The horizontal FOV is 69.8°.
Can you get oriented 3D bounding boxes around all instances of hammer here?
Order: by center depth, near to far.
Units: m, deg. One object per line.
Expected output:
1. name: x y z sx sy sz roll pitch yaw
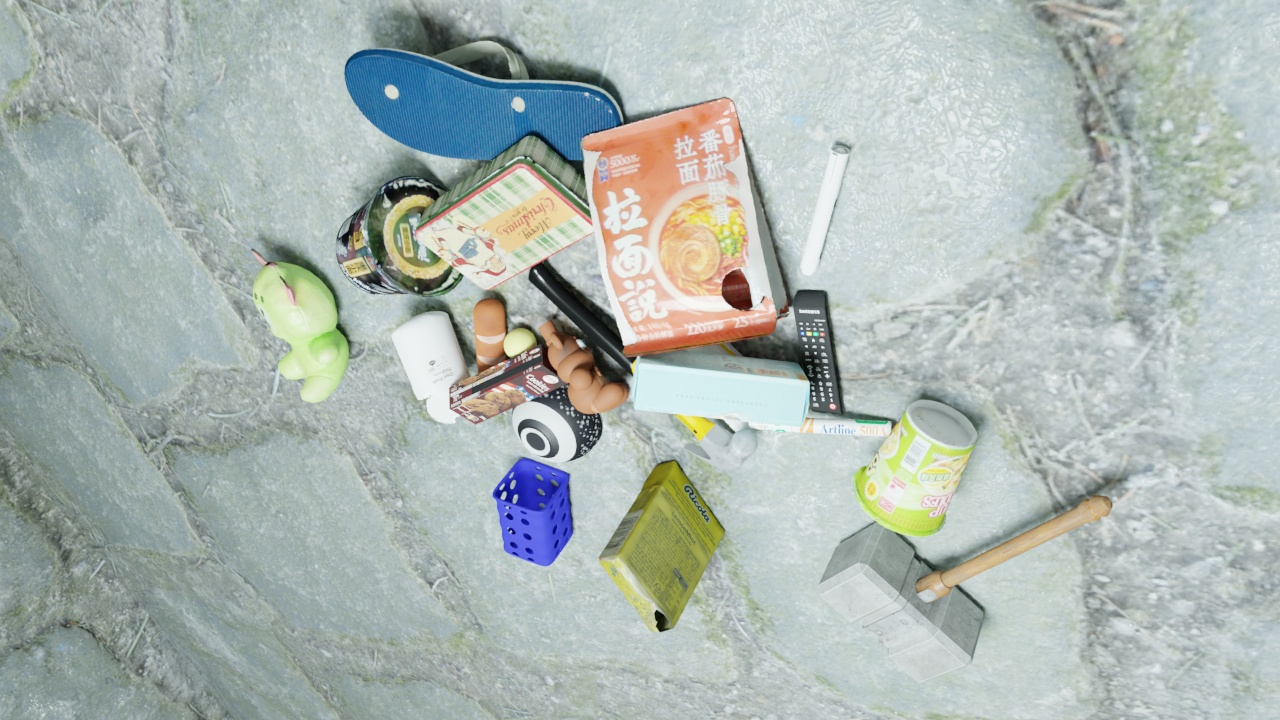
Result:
1. hammer: 0.347 0.209 0.940 0.162 0.082 0.319 42 135 -1
2. hammer: -0.006 0.006 1.037 0.323 0.029 0.127 43 161 7

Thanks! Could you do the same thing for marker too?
1. marker: 0.167 -0.133 0.841 0.017 0.020 0.134 30 135 24
2. marker: 0.187 0.068 0.960 0.146 0.017 0.017 2 125 16

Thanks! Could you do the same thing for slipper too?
1. slipper: -0.155 -0.261 0.933 0.295 0.060 0.118 10 134 11

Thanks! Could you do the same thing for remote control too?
1. remote control: 0.182 -0.004 0.933 0.033 0.015 0.147 4 125 31

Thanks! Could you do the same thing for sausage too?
1. sausage: -0.187 -0.010 1.154 0.039 0.044 0.165 -2 129 -7

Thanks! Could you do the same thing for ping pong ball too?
1. ping pong ball: -0.147 -0.019 1.122 0.040 0.040 0.040 18 131 22

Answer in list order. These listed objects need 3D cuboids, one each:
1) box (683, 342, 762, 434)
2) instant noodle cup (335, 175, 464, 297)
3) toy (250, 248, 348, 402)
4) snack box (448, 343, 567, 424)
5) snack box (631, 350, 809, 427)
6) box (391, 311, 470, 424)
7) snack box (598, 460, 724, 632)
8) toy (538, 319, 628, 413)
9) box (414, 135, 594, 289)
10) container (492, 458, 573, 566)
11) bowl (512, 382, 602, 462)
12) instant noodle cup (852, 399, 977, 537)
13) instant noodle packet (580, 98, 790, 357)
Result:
1. box: 0.065 -0.004 0.997 0.210 0.037 0.065 45 132 -3
2. instant noodle cup: -0.284 -0.136 1.070 0.112 0.136 0.137 -6 119 46
3. toy: -0.467 -0.052 1.275 0.150 0.107 0.197 32 130 42
4. snack box: -0.163 0.031 1.124 0.141 0.031 0.051 -24 143 21
5. snack box: 0.080 0.025 0.932 0.174 0.075 0.053 7 105 -1
6. box: -0.262 0.015 1.199 0.126 0.084 0.156 180 69 -75
7. snack box: 0.026 0.221 1.094 0.045 0.180 0.121 -24 109 38
8. toy: -0.071 0.006 1.082 0.127 0.065 0.095 57 176 5
9. box: -0.143 -0.152 0.983 0.206 0.050 0.117 -20 136 40
10. container: -0.146 0.212 1.269 0.085 0.084 0.114 16 131 21
11. bowl: -0.116 0.084 1.162 0.120 0.066 0.120 18 131 22
12. instant noodle cup: 0.276 0.102 0.904 0.099 0.098 0.108 27 126 14
13. instant noodle packet: 0.041 -0.127 0.894 0.165 0.083 0.221 -8 104 26
